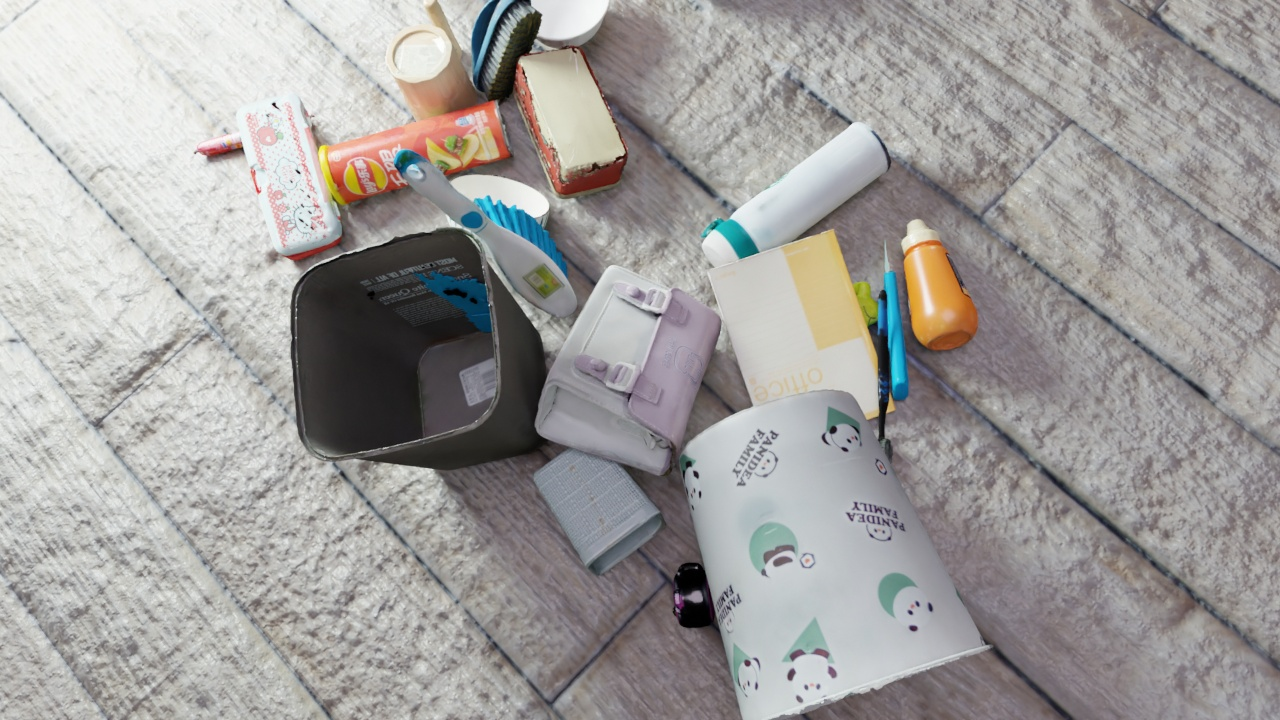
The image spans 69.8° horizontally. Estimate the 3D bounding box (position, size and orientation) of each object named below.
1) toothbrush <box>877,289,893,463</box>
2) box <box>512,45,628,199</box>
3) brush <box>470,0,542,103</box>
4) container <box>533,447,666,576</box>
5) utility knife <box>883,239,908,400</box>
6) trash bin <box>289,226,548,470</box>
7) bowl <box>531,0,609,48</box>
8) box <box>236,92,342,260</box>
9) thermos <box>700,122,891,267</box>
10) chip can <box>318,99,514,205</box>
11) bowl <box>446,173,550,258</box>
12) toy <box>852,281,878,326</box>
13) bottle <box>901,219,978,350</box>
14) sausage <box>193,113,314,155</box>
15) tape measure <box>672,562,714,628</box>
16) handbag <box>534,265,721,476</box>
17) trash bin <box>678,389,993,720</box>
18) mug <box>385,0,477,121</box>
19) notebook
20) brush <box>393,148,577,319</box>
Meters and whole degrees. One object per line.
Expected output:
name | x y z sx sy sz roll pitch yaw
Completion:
toothbrush | 0.256 0.019 0.963 0.014 0.016 0.189 2 86 -11
box | -0.083 -0.281 1.060 0.091 0.077 0.168 -17 72 -18
brush | -0.166 -0.375 1.079 0.055 0.144 0.073 -33 77 -38
container | -0.043 0.144 0.934 0.090 0.090 0.111 -35 70 -7
utility knife | 0.274 -0.050 0.994 0.018 0.034 0.185 -5 70 13
trash bin | -0.197 0.008 0.908 0.199 0.220 0.198 -13 73 11
bowl | -0.092 -0.422 1.122 0.118 0.065 0.118 -2 73 5
box | -0.415 -0.221 1.088 0.087 0.047 0.201 -20 78 -2
thermos | 0.169 -0.176 1.023 0.224 0.073 0.073 -37 74 -6
chip can | -0.261 -0.244 1.079 0.216 0.073 0.073 -15 72 -1
bowl | -0.165 -0.157 1.036 0.116 0.116 0.066 24 121 11
toy | 0.208 -0.057 1.002 0.100 0.031 0.096 37 80 10
bottle | 0.314 -0.087 0.989 0.067 0.067 0.149 -9 65 2
sausage | -0.478 -0.279 1.136 0.156 0.020 0.020 -17 72 -1
tape measure | 0.051 0.236 0.912 0.039 0.057 0.057 -8 58 8
handbag | -0.006 0.005 0.933 0.145 0.099 0.196 23 46 0
trash bin | 0.160 0.178 0.842 0.229 0.230 0.251 -18 67 -1
mug | -0.244 -0.353 1.093 0.084 0.103 0.124 5 74 7
notebook | 0.171 -0.021 0.977 0.146 0.010 0.206 -18 88 -1
brush | -0.147 -0.131 0.901 0.060 0.314 0.109 -34 51 8
